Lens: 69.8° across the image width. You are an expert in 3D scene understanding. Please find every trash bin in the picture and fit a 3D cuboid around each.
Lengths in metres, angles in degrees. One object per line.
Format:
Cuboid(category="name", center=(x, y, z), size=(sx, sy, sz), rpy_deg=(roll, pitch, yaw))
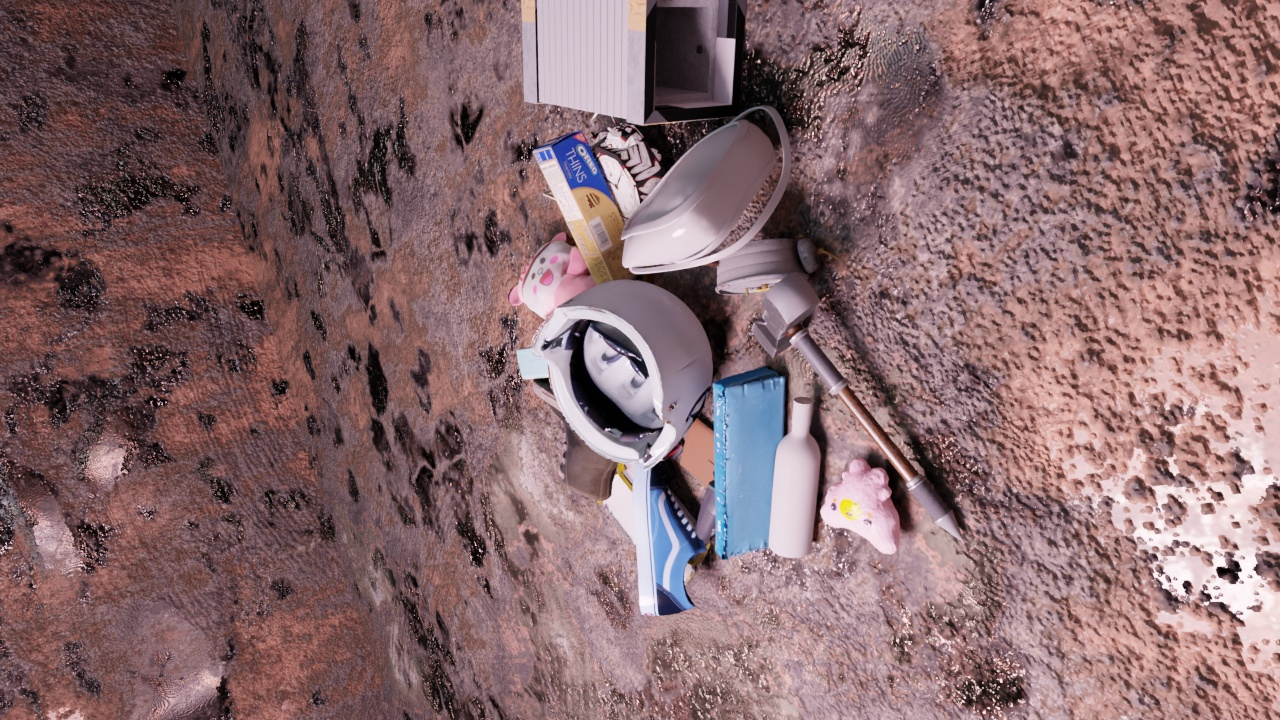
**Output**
Cuboid(category="trash bin", center=(-0.015, -0.371, 1.085), size=(0.247, 0.142, 0.143), rpy_deg=(27, 124, 47))

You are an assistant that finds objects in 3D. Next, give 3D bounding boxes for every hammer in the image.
Cuboid(category="hammer", center=(0.235, 0.058, 0.972), size=(0.322, 0.043, 0.156), rpy_deg=(53, 171, 13))

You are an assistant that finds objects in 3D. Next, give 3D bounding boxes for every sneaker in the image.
Cuboid(category="sneaker", center=(0.043, 0.232, 1.286), size=(0.083, 0.098, 0.241), rpy_deg=(62, -156, -77))
Cuboid(category="sneaker", center=(-0.103, 0.110, 1.418), size=(0.235, 0.095, 0.120), rpy_deg=(36, 118, 40))

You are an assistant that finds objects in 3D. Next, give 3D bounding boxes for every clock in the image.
Cuboid(category="clock", center=(0.146, -0.103, 1.016), size=(0.148, 0.103, 0.056), rpy_deg=(-10, 84, 26))
Cuboid(category="clock", center=(-0.017, -0.256, 1.192), size=(0.115, 0.065, 0.155), rpy_deg=(10, 128, 60))

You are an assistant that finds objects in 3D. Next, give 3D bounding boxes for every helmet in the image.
Cuboid(category="helmet", center=(-0.007, 0.007, 1.202), size=(0.236, 0.163, 0.265), rpy_deg=(44, 146, 16))

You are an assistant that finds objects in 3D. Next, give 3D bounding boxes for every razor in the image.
Cuboid(category="razor", center=(0.103, 0.190, 1.207), size=(0.052, 0.047, 0.143), rpy_deg=(49, 141, 32))

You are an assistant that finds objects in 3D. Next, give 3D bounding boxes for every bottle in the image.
Cuboid(category="bottle", center=(0.184, 0.136, 1.083), size=(0.052, 0.052, 0.195), rpy_deg=(27, 123, 47))

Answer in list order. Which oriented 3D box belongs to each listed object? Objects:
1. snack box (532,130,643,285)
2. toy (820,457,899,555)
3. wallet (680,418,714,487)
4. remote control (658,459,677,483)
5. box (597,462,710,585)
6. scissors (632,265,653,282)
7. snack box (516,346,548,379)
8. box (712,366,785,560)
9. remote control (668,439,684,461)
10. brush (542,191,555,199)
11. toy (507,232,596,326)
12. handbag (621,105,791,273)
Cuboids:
Cuboid(category="snack box", center=(-0.066, -0.197, 1.210), size=(0.056, 0.057, 0.207), rpy_deg=(8, 127, 57))
Cuboid(category="toy", center=(0.247, 0.157, 1.008), size=(0.102, 0.050, 0.093), rpy_deg=(25, 118, 44))
Cuboid(category="wallet", center=(0.103, 0.139, 1.230), size=(0.121, 0.013, 0.088), rpy_deg=(38, 131, 36))
Cuboid(category="remote control", center=(0.012, 0.116, 1.345), size=(0.136, 0.015, 0.032), rpy_deg=(61, 143, 20))
Cuboid(category="box", center=(0.017, 0.236, 1.369), size=(0.209, 0.038, 0.130), rpy_deg=(48, 125, 32))
Cuboid(category="scissors", center=(-0.008, -0.083, 1.296), size=(0.162, 0.016, 0.225), rpy_deg=(-11, 94, 55))
Cuboid(category="snack box", center=(-0.119, -0.006, 1.430), size=(0.175, 0.074, 0.053), rpy_deg=(-4, 99, 55))
Cuboid(category="box", center=(0.134, 0.128, 1.117), size=(0.048, 0.092, 0.232), rpy_deg=(21, 118, 50))
Cuboid(category="remote control", center=(0.025, 0.085, 1.321), size=(0.124, 0.009, 0.047), rpy_deg=(60, 142, 20))
Cuboid(category="brush", center=(-0.081, -0.222, 1.332), size=(0.218, 0.033, 0.012), rpy_deg=(30, 126, 47))
Cuboid(category="toy", center=(-0.113, -0.102, 1.356), size=(0.213, 0.084, 0.142), rpy_deg=(39, 104, 45))
Cuboid(category="handbag", center=(0.057, -0.186, 1.062), size=(0.095, 0.215, 0.223), rpy_deg=(42, 158, -20))
